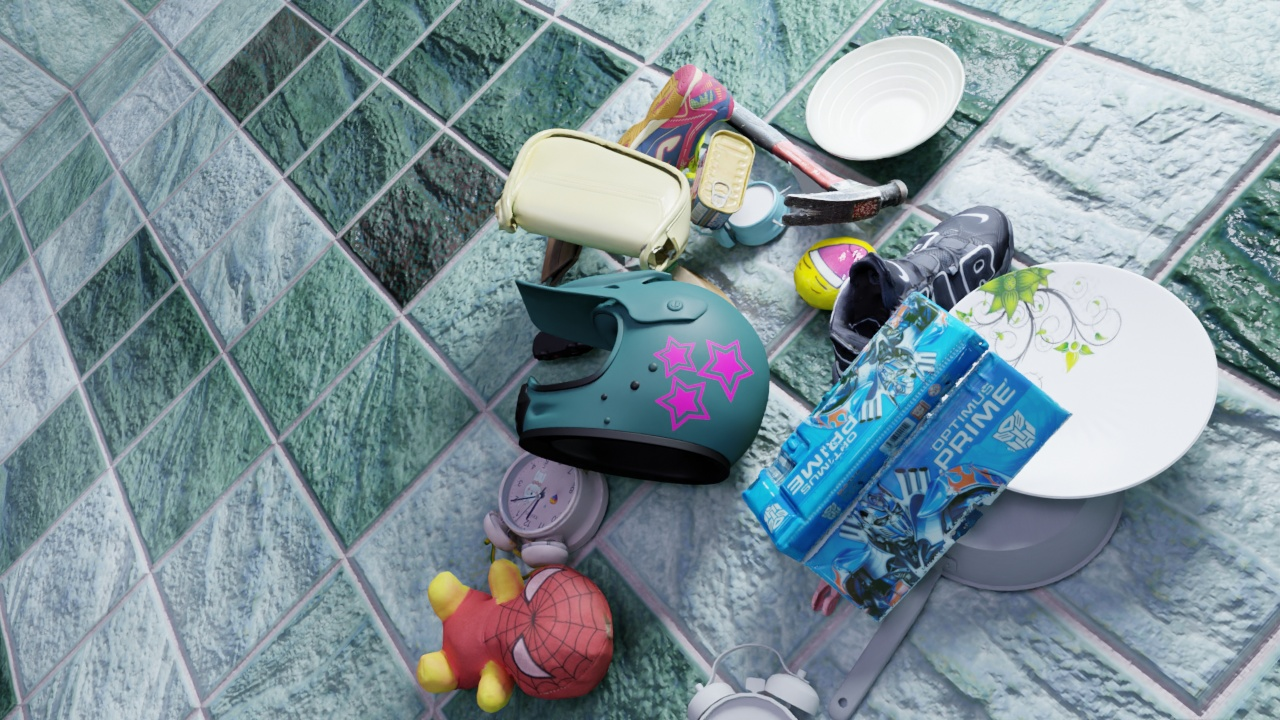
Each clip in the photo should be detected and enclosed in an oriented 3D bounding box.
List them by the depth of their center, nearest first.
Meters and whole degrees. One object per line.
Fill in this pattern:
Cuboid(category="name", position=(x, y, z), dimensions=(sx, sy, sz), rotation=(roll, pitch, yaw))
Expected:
Cuboid(category="clip", position=(0.173, 0.203, 0.844), dimensions=(0.060, 0.023, 0.044), rotation=(-44, 46, -3))

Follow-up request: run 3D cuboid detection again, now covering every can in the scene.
Cuboid(category="can", position=(0.089, -0.203, 1.043), dimensions=(0.054, 0.059, 0.099), rotation=(18, 71, -9))

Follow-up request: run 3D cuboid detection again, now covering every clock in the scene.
Cuboid(category="clock", position=(0.096, 0.323, 0.789), dimensions=(0.120, 0.061, 0.159), rotation=(-16, 57, 20))
Cuboid(category="clock", position=(-0.107, 0.165, 0.998), dimensions=(0.117, 0.059, 0.157), rotation=(21, 75, 36))
Cuboid(category="clock", position=(0.121, -0.172, 1.088), dimensions=(0.123, 0.042, 0.087), rotation=(-1, 62, 35))

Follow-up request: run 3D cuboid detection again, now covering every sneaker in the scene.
Cuboid(category="sneaker", position=(0.258, -0.076, 0.878), dimensions=(0.097, 0.151, 0.252), rotation=(31, 79, 39))
Cuboid(category="sneaker", position=(0.024, -0.250, 1.145), dimensions=(0.243, 0.091, 0.116), rotation=(-44, 28, 37))

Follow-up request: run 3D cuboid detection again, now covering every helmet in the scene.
Cuboid(category="helmet", position=(-0.005, 0.006, 0.937), dimensions=(0.275, 0.176, 0.200), rotation=(7, 68, 7))

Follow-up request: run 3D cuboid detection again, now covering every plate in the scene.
Cuboid(category="plate", position=(0.363, 0.017, 0.793), dimensions=(0.230, 0.030, 0.229), rotation=(-13, 55, 20))

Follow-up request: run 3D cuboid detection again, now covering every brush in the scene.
Cuboid(category="brush", position=(0.067, -0.072, 1.049), dimensions=(0.039, 0.049, 0.117), rotation=(-55, 49, 13))

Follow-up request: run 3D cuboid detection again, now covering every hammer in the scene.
Cuboid(category="hammer", position=(0.159, -0.250, 1.088), dimensions=(0.140, 0.036, 0.326), rotation=(-17, 42, -21))

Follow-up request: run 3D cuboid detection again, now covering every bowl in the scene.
Cuboid(category="bowl", position=(0.282, -0.284, 1.047), dimensions=(0.177, 0.058, 0.176), rotation=(-14, 56, 22))

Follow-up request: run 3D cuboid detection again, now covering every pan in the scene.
Cuboid(category="pan", position=(0.269, 0.163, 0.804), dimensions=(0.201, 0.051, 0.356), rotation=(32, 78, 38))

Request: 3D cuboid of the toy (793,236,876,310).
Cuboid(category="toy", position=(0.211, -0.094, 0.986), dimensions=(0.094, 0.041, 0.095), rotation=(-30, 49, 6))

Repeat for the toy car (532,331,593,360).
Cuboid(category="toy car", position=(-0.091, -0.022, 1.116), dimensions=(0.092, 0.036, 0.042), rotation=(-14, 58, 33))

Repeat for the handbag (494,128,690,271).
Cuboid(category="handbag", position=(-0.047, -0.172, 1.041), dimensions=(0.233, 0.089, 0.190), rotation=(17, 44, 19))

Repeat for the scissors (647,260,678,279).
Cuboid(category="scissors", position=(0.008, -0.083, 1.078), dimensions=(0.126, 0.011, 0.130), rotation=(-32, 68, 50))

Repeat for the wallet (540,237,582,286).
Cuboid(category="wallet", position=(-0.092, -0.163, 1.174), dimensions=(0.099, 0.027, 0.121), rotation=(-31, 42, 57))

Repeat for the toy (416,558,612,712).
Cuboid(category="toy", position=(-0.119, 0.272, 0.916), dimensions=(0.217, 0.098, 0.147), rotation=(-9, 69, 26))

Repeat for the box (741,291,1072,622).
Cuboid(category="box", position=(0.209, 0.078, 0.773), dimensions=(0.244, 0.070, 0.171), rotation=(-52, 58, 11))
